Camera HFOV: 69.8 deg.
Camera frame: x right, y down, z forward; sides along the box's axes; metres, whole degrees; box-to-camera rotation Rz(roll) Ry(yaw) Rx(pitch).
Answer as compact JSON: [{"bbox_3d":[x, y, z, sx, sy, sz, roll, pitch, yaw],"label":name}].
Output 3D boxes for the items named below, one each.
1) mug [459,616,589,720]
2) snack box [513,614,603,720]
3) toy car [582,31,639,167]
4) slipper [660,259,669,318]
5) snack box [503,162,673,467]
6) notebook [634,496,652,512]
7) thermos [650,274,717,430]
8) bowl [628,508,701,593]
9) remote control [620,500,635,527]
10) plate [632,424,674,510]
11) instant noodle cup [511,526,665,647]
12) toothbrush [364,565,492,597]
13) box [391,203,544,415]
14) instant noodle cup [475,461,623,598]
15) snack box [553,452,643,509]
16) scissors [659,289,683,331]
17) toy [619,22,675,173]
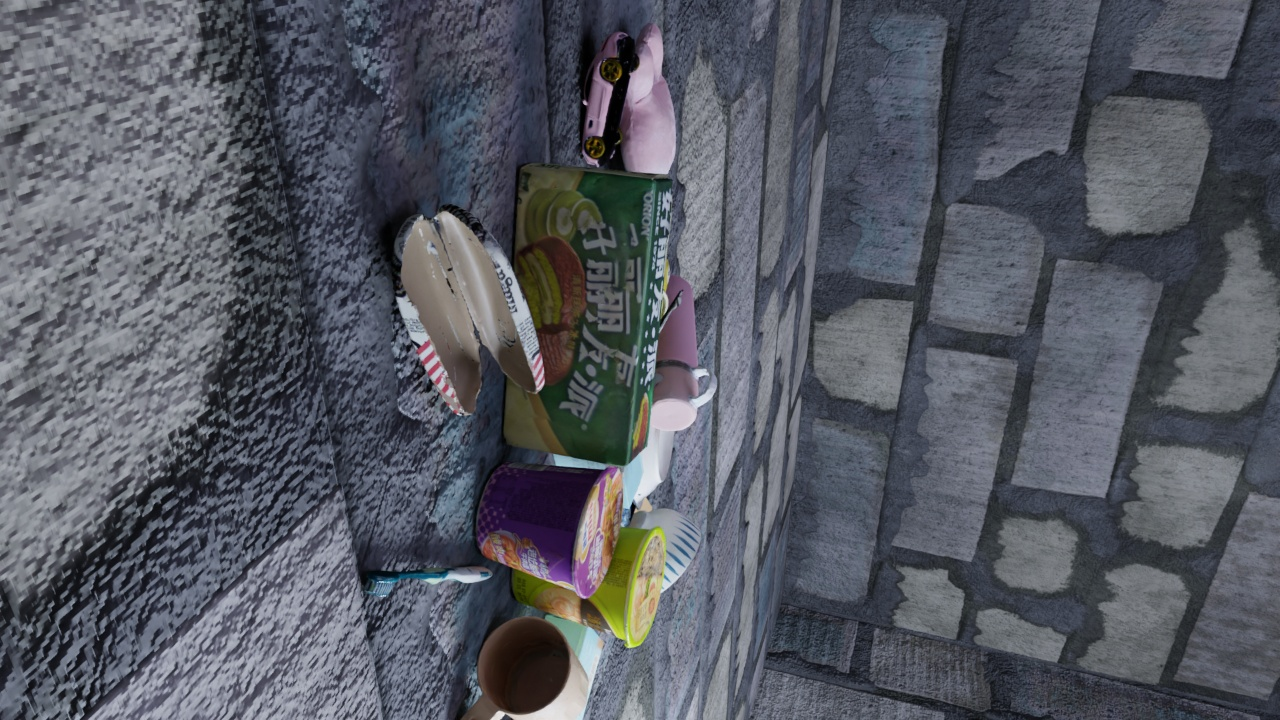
[{"bbox_3d":[-0.107,0.302,0.826,0.124,0.084,0.104,-47,153,-19],"label":"mug"},{"bbox_3d":[-0.090,0.355,0.937,0.074,0.052,0.174,69,33,-58],"label":"snack box"},{"bbox_3d":[-0.032,-0.238,0.839,0.056,0.037,0.123,-49,158,-56],"label":"toy car"},{"bbox_3d":[-0.011,-0.056,0.936,0.092,0.082,0.190,87,23,-44],"label":"slipper"},{"bbox_3d":[-0.045,-0.039,0.762,0.063,0.114,0.240,-34,132,-69],"label":"snack box"},{"bbox_3d":[-0.024,0.226,1.175,0.208,0.008,0.147,68,35,-62],"label":"notebook"},{"bbox_3d":[0.039,-0.015,1.020,0.067,0.087,0.198,48,26,-35],"label":"thermos"},{"bbox_3d":[0.009,0.224,1.111,0.066,0.117,0.116,46,39,-15],"label":"bowl"},{"bbox_3d":[-0.023,0.180,1.088,0.124,0.024,0.049,-65,159,-54],"label":"remote control"},{"bbox_3d":[0.015,0.087,1.083,0.164,0.034,0.164,71,25,-64],"label":"plate"},{"bbox_3d":[-0.051,0.200,0.860,0.111,0.123,0.111,9,89,-73],"label":"instant noodle cup"},{"bbox_3d":[-0.153,0.163,0.684,0.018,0.016,0.191,-69,162,-6],"label":"toothbrush"},{"bbox_3d":[-0.105,-0.032,0.612,0.163,0.087,0.076,76,12,-47],"label":"box"},{"bbox_3d":[-0.078,0.136,0.774,0.111,0.099,0.111,9,89,-74],"label":"instant noodle cup"},{"bbox_3d":[-0.046,0.070,0.891,0.175,0.074,0.051,83,22,-44],"label":"snack box"},{"bbox_3d":[-0.010,0.010,0.923,0.185,0.015,0.209,-54,177,-8],"label":"scissors"},{"bbox_3d":[0.007,-0.253,0.927,0.121,0.054,0.160,-74,165,-47],"label":"toy"}]
